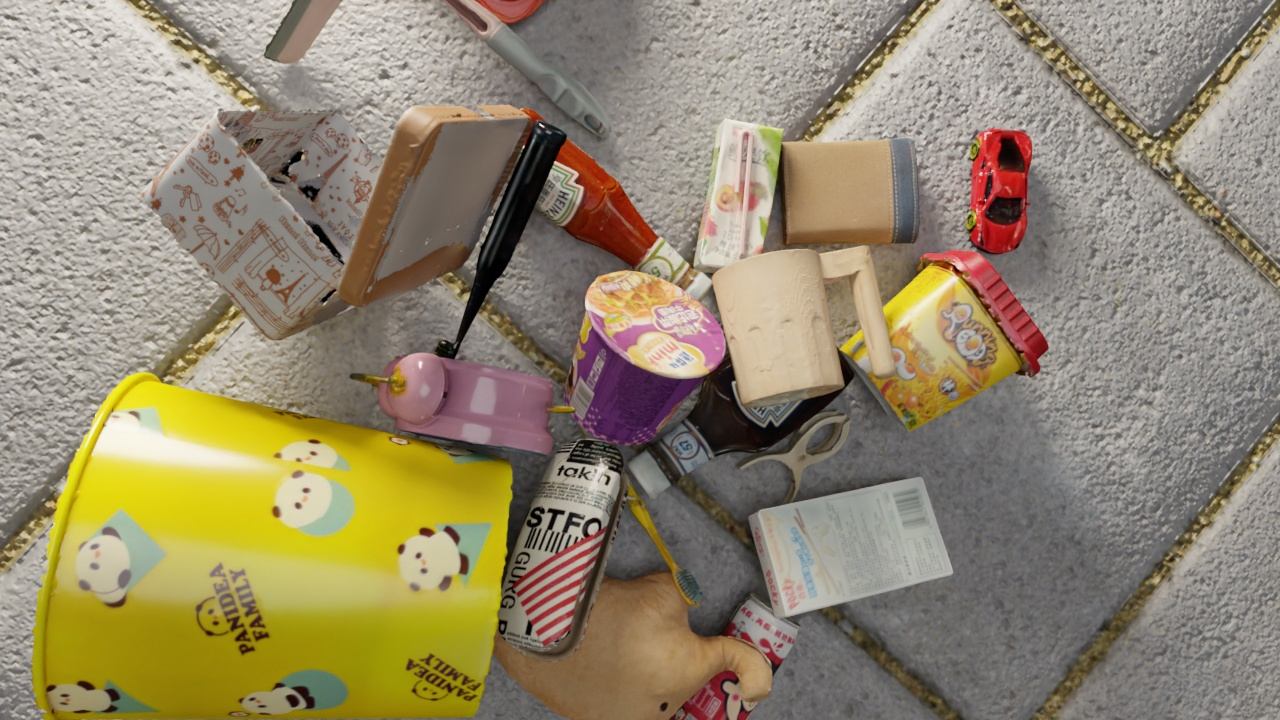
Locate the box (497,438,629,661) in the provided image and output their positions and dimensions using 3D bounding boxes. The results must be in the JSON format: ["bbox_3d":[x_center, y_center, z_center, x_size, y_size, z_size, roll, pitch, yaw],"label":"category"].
[{"bbox_3d":[-0.055,0.140,0.680,0.075,0.081,0.163,5,60,20],"label":"box"}]

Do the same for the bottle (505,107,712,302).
[{"bbox_3d":[-0.030,-0.114,0.728,0.206,0.060,0.059,40,86,-6],"label":"bottle"}]

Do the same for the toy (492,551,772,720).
[{"bbox_3d":[-0.013,0.223,0.715,0.226,0.082,0.143,29,84,1],"label":"toy"}]

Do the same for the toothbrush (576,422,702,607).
[{"bbox_3d":[-0.004,0.110,0.727,0.016,0.018,0.191,-23,72,-30],"label":"toothbrush"}]

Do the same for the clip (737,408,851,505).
[{"bbox_3d":[0.133,0.075,0.767,0.097,0.034,0.061,-42,96,4],"label":"clip"}]

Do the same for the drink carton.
[{"bbox_3d":[0.080,-0.131,0.749,0.053,0.045,0.122,10,89,-6],"label":"drink carton"}]

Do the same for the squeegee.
[{"bbox_3d":[-0.121,-0.256,0.711,0.249,0.040,0.248,34,122,-22],"label":"squeegee"}]

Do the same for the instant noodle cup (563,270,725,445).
[{"bbox_3d":[-0.004,0.004,0.702,0.111,0.111,0.099,21,130,-7],"label":"instant noodle cup"}]

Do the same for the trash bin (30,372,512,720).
[{"bbox_3d":[-0.230,0.141,0.633,0.255,0.230,0.229,10,89,-12],"label":"trash bin"}]

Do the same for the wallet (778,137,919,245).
[{"bbox_3d":[0.174,-0.140,0.768,0.115,0.033,0.090,-3,88,-6],"label":"wallet"}]

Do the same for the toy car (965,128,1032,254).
[{"bbox_3d":[0.309,-0.144,0.785,0.049,0.031,0.106,4,92,-6],"label":"toy car"}]

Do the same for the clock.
[{"bbox_3d":[-0.137,0.031,0.685,0.158,0.117,0.059,12,85,-21],"label":"clock"}]

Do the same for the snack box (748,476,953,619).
[{"bbox_3d":[0.172,0.151,0.747,0.156,0.027,0.084,-9,73,-17],"label":"snack box"}]

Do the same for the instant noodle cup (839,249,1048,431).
[{"bbox_3d":[0.238,-0.013,0.743,0.124,0.116,0.116,-38,95,6],"label":"instant noodle cup"}]

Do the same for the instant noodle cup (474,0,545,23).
[{"bbox_3d":[-0.099,-0.382,0.708,0.164,0.079,0.188,39,83,-8],"label":"instant noodle cup"}]

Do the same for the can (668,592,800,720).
[{"bbox_3d":[0.075,0.259,0.749,0.053,0.053,0.132,33,87,-6],"label":"can"}]

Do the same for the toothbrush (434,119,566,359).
[{"bbox_3d":[-0.112,-0.082,0.703,0.027,0.026,0.213,29,111,2],"label":"toothbrush"}]

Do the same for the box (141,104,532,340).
[{"bbox_3d":[-0.181,-0.125,0.621,0.193,0.182,0.156,-40,95,17],"label":"box"}]

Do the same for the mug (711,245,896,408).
[{"bbox_3d":[0.125,-0.026,0.698,0.124,0.084,0.103,-10,80,-2],"label":"mug"}]

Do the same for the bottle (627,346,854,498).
[{"bbox_3d":[0.078,0.043,0.752,0.195,0.044,0.080,-35,90,-4],"label":"bottle"}]
